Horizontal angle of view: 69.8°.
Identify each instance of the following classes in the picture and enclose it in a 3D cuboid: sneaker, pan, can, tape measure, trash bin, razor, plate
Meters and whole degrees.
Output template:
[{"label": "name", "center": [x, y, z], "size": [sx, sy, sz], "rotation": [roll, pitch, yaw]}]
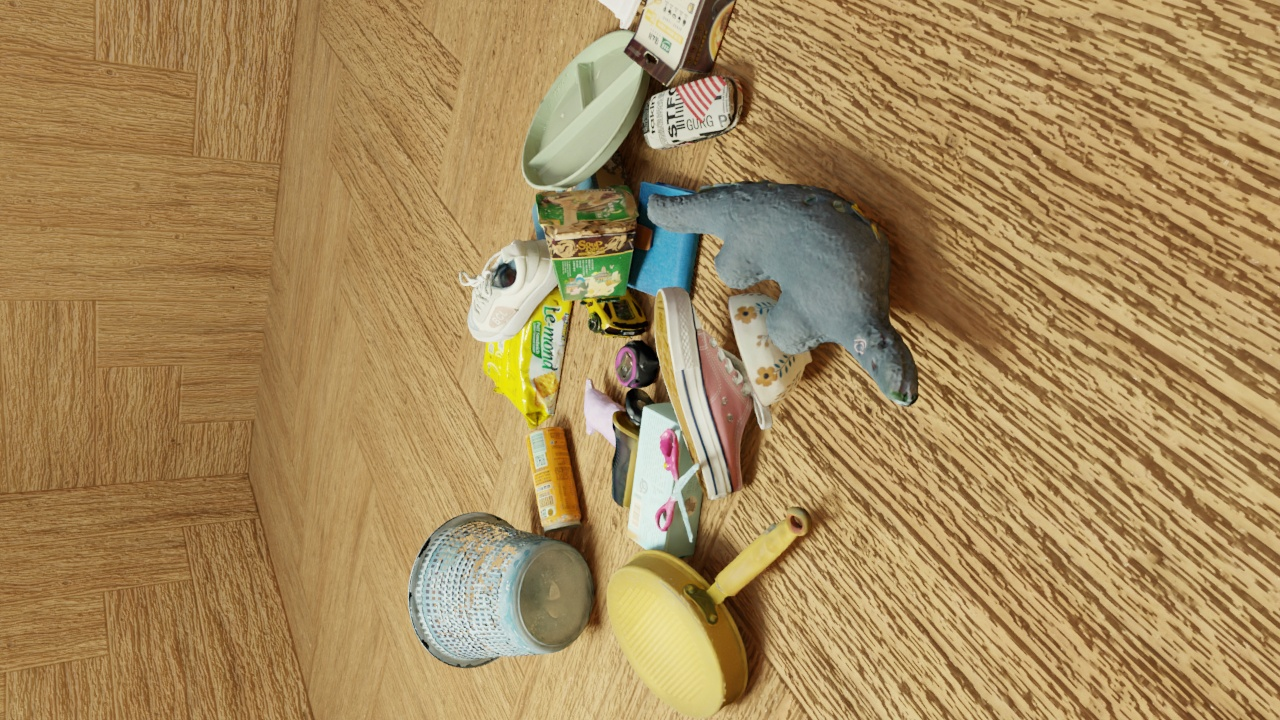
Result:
[{"label": "sneaker", "center": [0.079, 0.030, 0.979], "size": [0.118, 0.088, 0.241], "rotation": [-133, 26, -74]}, {"label": "pan", "center": [0.076, 0.260, 0.993], "size": [0.197, 0.078, 0.359], "rotation": [51, 142, 18]}, {"label": "can", "center": [-0.125, 0.171, 1.322], "size": [0.058, 0.058, 0.146], "rotation": [-35, 63, 52]}, {"label": "tape measure", "center": [-0.007, 0.007, 1.148], "size": [0.057, 0.039, 0.058], "rotation": [55, 135, 40]}, {"label": "trash bin", "center": [-0.181, 0.330, 1.302], "size": [0.196, 0.226, 0.226], "rotation": [-9, 84, 44]}, {"label": "razor", "center": [-0.008, 0.116, 1.149], "size": [0.062, 0.067, 0.168], "rotation": [-93, 10, -59]}, {"label": "sneaker", "center": [-0.200, -0.093, 1.270], "size": [0.243, 0.090, 0.089], "rotation": [-36, 59, 48]}, {"label": "plate", "center": [-0.069, -0.314, 1.166], "size": [0.231, 0.027, 0.229], "rotation": [-29, 48, 37]}]

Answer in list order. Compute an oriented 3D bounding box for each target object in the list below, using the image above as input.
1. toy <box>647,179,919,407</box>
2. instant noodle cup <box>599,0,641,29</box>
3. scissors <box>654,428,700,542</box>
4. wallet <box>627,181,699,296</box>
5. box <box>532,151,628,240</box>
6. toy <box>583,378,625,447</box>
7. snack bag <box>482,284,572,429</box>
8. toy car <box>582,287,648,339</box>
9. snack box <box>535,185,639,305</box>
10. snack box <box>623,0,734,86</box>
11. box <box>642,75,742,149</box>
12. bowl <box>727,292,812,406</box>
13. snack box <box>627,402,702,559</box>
[{"label": "toy", "center": [0.147, -0.090, 0.834], "size": [0.356, 0.138, 0.091], "rotation": [47, 173, 38]}, {"label": "instant noodle cup", "center": [-0.010, -0.494, 1.069], "size": [0.137, 0.060, 0.174], "rotation": [-92, 23, -46]}, {"label": "scissors", "center": [0.038, 0.140, 1.005], "size": [0.134, 0.017, 0.133], "rotation": [119, 144, -47]}, {"label": "wallet", "center": [0.029, -0.141, 1.092], "size": [0.106, 0.040, 0.133], "rotation": [26, 113, 49]}, {"label": "box", "center": [-0.085, -0.206, 1.239], "size": [0.185, 0.062, 0.089], "rotation": [-38, 60, 49]}, {"label": "toy", "center": [-0.043, 0.080, 1.209], "size": [0.108, 0.038, 0.084], "rotation": [29, 128, 46]}, {"label": "snack bag", "center": [-0.175, -0.039, 1.381], "size": [0.158, 0.068, 0.247], "rotation": [37, 122, 50]}, {"label": "toy car", "center": [-0.045, -0.085, 1.174], "size": [0.155, 0.071, 0.041], "rotation": [61, 140, 36]}, {"label": "snack box", "center": [-0.064, -0.139, 1.114], "size": [0.117, 0.118, 0.106], "rotation": [-103, 10, -52]}, {"label": "snack box", "center": [0.044, -0.386, 1.038], "size": [0.113, 0.053, 0.126], "rotation": [53, 133, 42]}, {"label": "box", "center": [0.051, -0.278, 1.031], "size": [0.165, 0.060, 0.072], "rotation": [0, 75, 57]}, {"label": "bowl", "center": [0.131, -0.016, 0.898], "size": [0.062, 0.113, 0.113], "rotation": [-17, 73, 13]}, {"label": "snack box", "center": [0.034, 0.142, 1.083], "size": [0.074, 0.051, 0.175], "rotation": [25, 112, 51]}]
